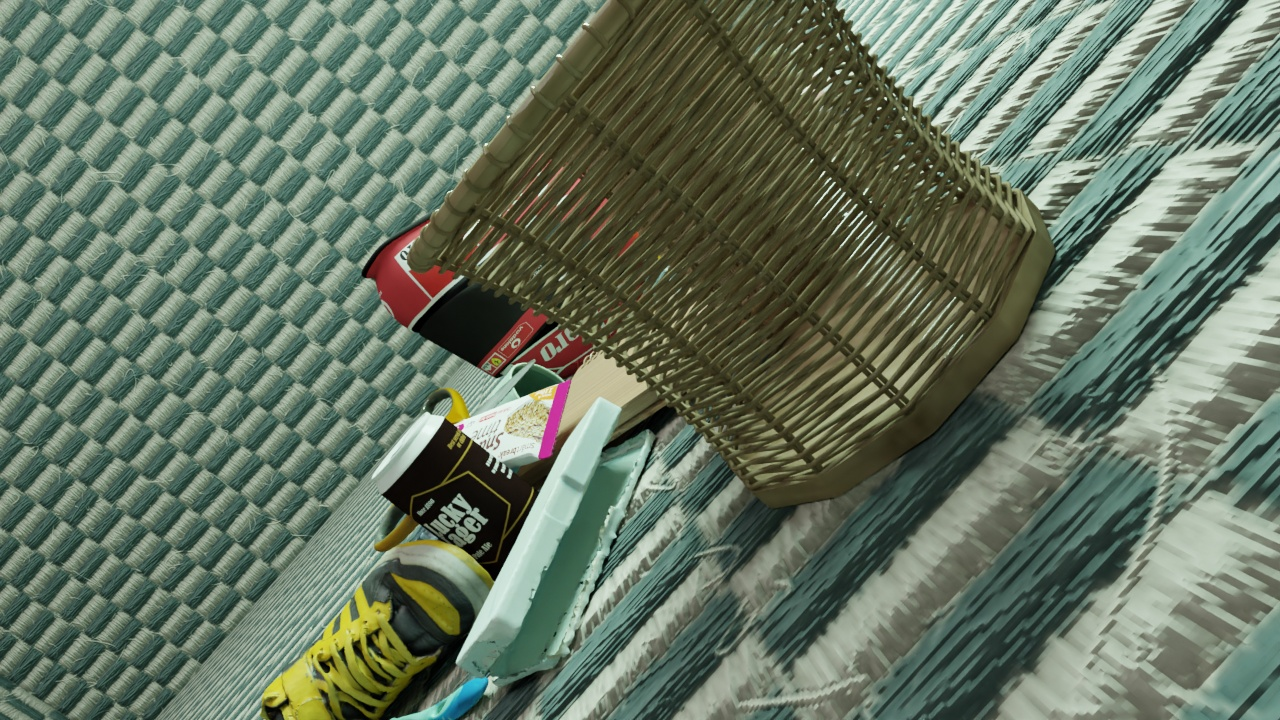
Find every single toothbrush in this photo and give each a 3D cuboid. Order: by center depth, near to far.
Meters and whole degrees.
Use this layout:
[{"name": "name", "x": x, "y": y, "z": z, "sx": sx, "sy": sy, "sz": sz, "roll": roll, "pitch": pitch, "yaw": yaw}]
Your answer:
[{"name": "toothbrush", "x": -0.132, "y": 0.227, "z": 0.590, "sx": 0.136, "sy": 0.017, "sz": 0.022, "roll": -36, "pitch": 17, "yaw": 39}]

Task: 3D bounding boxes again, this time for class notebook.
[{"name": "notebook", "x": -0.004, "y": 0.004, "z": 0.728, "sx": 0.211, "sy": 0.022, "sz": 0.168, "roll": -36, "pitch": 17, "yaw": 37}]

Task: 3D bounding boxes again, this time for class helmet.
[{"name": "helmet", "x": -0.117, "y": -0.085, "z": 0.977, "sx": 0.270, "sy": 0.224, "sz": 0.198, "roll": -40, "pitch": 2, "yaw": -16}]

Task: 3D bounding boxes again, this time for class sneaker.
[{"name": "sneaker", "x": -0.200, "y": 0.221, "z": 0.670, "sx": 0.239, "sy": 0.086, "sz": 0.121, "roll": -44, "pitch": 6, "yaw": 42}]

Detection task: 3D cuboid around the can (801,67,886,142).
[{"name": "can", "x": 0.119, "y": -0.156, "z": 0.712, "sx": 0.136, "sy": 0.078, "sz": 0.078, "roll": -45, "pitch": 13, "yaw": 20}]

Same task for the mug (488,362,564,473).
[{"name": "mug", "x": -0.107, "y": 0.065, "z": 0.875, "sx": 0.104, "sy": 0.084, "sz": 0.111, "roll": -49, "pitch": -17, "yaw": 26}]

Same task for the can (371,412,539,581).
[{"name": "can", "x": -0.126, "y": 0.102, "z": 0.674, "sx": 0.072, "sy": 0.128, "sz": 0.071, "roll": -47, "pitch": 12, "yaw": 13}]

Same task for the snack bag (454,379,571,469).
[{"name": "snack bag", "x": -0.131, "y": 0.069, "z": 0.748, "sx": 0.197, "sy": 0.016, "sz": 0.070, "roll": -20, "pitch": 45, "yaw": 39}]

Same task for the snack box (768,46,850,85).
[{"name": "snack box", "x": 0.104, "y": -0.194, "z": 0.797, "sx": 0.148, "sy": 0.040, "sz": 0.143, "roll": -45, "pitch": -20, "yaw": 30}]

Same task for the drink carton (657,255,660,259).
[{"name": "drink carton", "x": 0.054, "y": -0.155, "z": 0.940, "sx": 0.058, "sy": 0.041, "sz": 0.123, "roll": -26, "pitch": -23, "yaw": -53}]

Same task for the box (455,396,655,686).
[{"name": "box", "x": -0.054, "y": 0.109, "z": 0.582, "sx": 0.085, "sy": 0.070, "sz": 0.198, "roll": -19, "pitch": 28, "yaw": 29}]

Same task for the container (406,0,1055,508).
[{"name": "container", "x": 0.043, "y": -0.067, "z": 0.422, "sx": 0.227, "sy": 0.196, "sz": 0.226, "roll": -47, "pitch": 12, "yaw": 13}]

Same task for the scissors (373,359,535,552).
[{"name": "scissors", "x": -0.173, "y": 0.082, "z": 0.821, "sx": 0.226, "sy": 0.016, "sz": 0.225, "roll": 5, "pitch": 62, "yaw": 58}]

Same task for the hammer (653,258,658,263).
[{"name": "hammer", "x": -0.060, "y": -0.063, "z": 1.194, "sx": 0.331, "sy": 0.033, "sz": 0.132, "roll": -45, "pitch": 14, "yaw": 22}]

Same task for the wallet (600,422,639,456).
[{"name": "wallet", "x": -0.003, "y": 0.031, "z": 0.730, "sx": 0.120, "sy": 0.013, "sz": 0.087, "roll": -51, "pitch": 14, "yaw": -18}]

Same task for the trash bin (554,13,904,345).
[{"name": "trash bin", "x": 0.043, "y": -0.129, "z": 0.584, "sx": 0.151, "sy": 0.210, "sz": 0.151, "roll": -47, "pitch": 12, "yaw": 14}]

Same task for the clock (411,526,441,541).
[{"name": "clock", "x": -0.158, "y": 0.154, "z": 0.805, "sx": 0.116, "sy": 0.060, "sz": 0.162, "roll": -55, "pitch": 11, "yaw": -19}]
